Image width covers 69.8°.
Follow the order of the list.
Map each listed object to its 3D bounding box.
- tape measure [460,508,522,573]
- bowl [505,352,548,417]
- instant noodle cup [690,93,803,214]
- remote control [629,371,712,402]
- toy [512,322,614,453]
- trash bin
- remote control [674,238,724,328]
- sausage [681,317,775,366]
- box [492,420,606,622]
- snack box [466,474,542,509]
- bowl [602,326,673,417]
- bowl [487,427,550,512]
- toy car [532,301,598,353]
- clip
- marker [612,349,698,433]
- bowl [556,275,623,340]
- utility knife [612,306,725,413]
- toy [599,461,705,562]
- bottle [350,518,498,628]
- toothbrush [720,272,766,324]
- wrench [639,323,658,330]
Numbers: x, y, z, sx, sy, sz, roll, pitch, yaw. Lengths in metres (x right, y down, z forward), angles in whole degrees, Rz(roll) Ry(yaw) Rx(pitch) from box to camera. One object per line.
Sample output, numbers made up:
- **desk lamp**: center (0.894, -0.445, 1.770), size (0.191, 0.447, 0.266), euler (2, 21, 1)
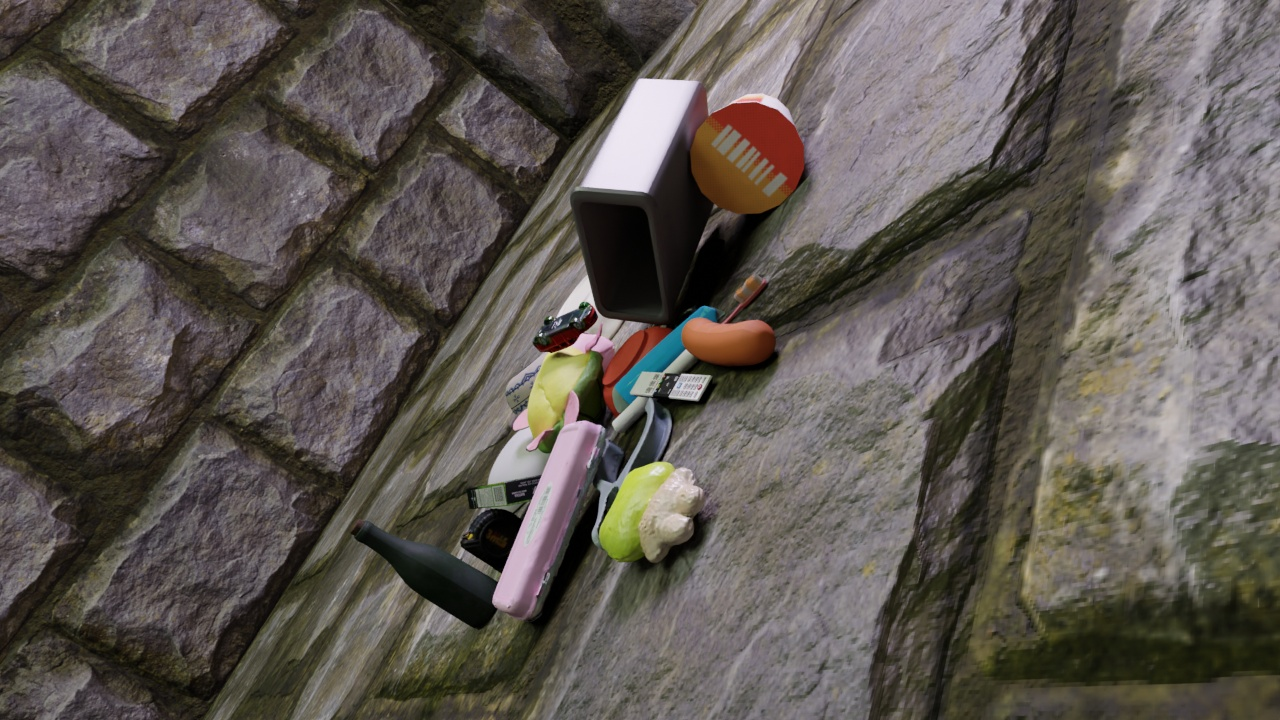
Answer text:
- **tape measure**: center (-0.163, 0.198, 1.032), size (0.062, 0.067, 0.038), euler (-58, 17, -16)
- **bowl**: center (-0.138, 0.031, 1.263), size (0.115, 0.059, 0.115), euler (-38, 6, 5)
- **instant noodle cup**: center (0.128, -0.248, 1.058), size (0.124, 0.123, 0.120), euler (-45, 11, 28)
- **remote control**: center (0.030, 0.027, 0.907), size (0.124, 0.012, 0.028), euler (2, 58, 59)
- **toy**: center (-0.087, 0.037, 1.116), size (0.190, 0.087, 0.237), euler (-52, 13, 24)
- **trash bin**: center (0.013, -0.186, 1.064), size (0.192, 0.098, 0.219), euler (78, -154, -47)
- **remote control**: center (0.068, -0.092, 1.065), size (0.041, 0.020, 0.151), euler (-42, 18, 40)
- **sausage**: center (0.077, -0.017, 0.851), size (0.044, 0.039, 0.164), euler (-59, 16, -6)
- **box**: center (-0.083, 0.155, 0.899), size (0.086, 0.044, 0.202), euler (-23, 43, 65)
- **snack box**: center (-0.140, 0.149, 1.053), size (0.148, 0.080, 0.025), euler (-21, 78, 62)
- **bowl**: center (-0.006, 0.006, 1.045), size (0.122, 0.035, 0.121), euler (-48, 17, 20)
- **bowl**: center (-0.160, 0.132, 1.205), size (0.150, 0.043, 0.149), euler (-48, 17, 20)
- **toy car**: center (-0.088, -0.037, 1.088), size (0.091, 0.036, 0.042), euler (-27, 26, 35)
- **clip**: center (0.005, 0.088, 0.860), size (0.143, 0.029, 0.171), euler (-50, 17, 21)
- **marker**: center (0.017, 0.031, 0.960), size (0.134, 0.017, 0.020), euler (-45, -1, 27)
- **bowl**: center (-0.073, -0.075, 1.360), size (0.189, 0.060, 0.218), euler (-40, 21, 41)
- **utility knife**: center (0.027, -0.004, 0.974), size (0.158, 0.031, 0.015), euler (-42, -4, 16)
- **toy**: center (0.011, 0.123, 0.740), size (0.115, 0.046, 0.092), euler (-10, 47, 58)
- **bottle**: center (-0.233, 0.223, 0.987), size (0.055, 0.174, 0.055), euler (-48, 17, 20)
- **toothbrush**: center (0.063, -0.021, 0.944), size (0.185, 0.015, 0.015), euler (-48, 11, 27)
- **wrench**: center (0.039, -0.114, 1.212), size (0.070, 0.010, 0.272), euler (-36, 24, 47)
